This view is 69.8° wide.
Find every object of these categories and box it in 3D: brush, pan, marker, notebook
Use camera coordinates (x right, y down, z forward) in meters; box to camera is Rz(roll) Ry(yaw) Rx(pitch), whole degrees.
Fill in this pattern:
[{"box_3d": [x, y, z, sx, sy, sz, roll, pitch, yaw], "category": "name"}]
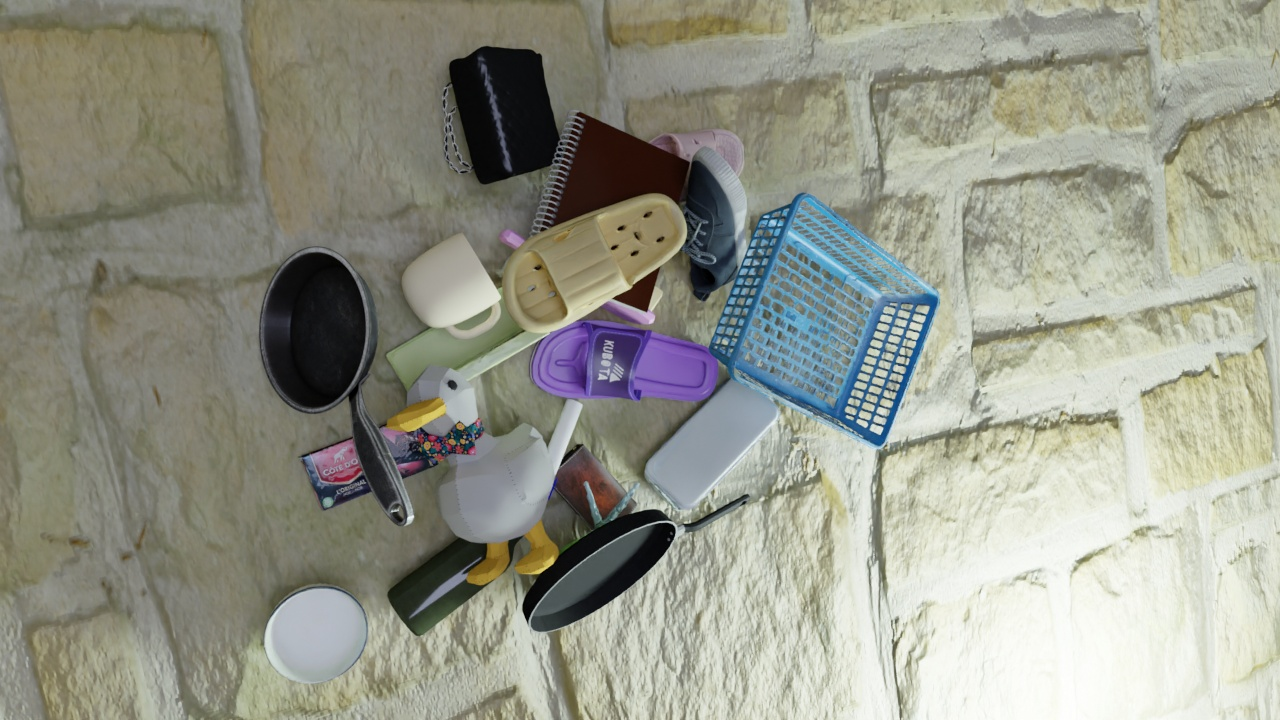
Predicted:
[{"box_3d": [-0.074, -0.118, 1.183, 0.228, 0.089, 0.043, 30, 79, -22], "category": "brush"}, {"box_3d": [-0.321, 0.030, 1.006, 0.188, 0.356, 0.055, -45, 157, 23], "category": "pan"}, {"box_3d": [0.001, 0.246, 1.208, 0.355, 0.226, 0.034, -24, 61, -28], "category": "pan"}, {"box_3d": [-0.109, 0.117, 1.216, 0.027, 0.023, 0.133, 21, 77, 0], "category": "marker"}, {"box_3d": [-0.041, -0.185, 1.146, 0.171, 0.022, 0.209, 20, 78, -20], "category": "notebook"}]

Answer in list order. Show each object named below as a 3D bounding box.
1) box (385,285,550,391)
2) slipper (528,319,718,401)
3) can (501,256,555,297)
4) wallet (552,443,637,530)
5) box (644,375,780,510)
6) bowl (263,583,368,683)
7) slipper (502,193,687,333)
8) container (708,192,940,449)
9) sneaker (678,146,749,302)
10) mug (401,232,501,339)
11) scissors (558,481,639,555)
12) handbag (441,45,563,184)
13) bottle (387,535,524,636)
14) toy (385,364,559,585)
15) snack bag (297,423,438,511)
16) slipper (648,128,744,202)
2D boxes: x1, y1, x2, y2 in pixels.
[{"box_3d": [-0.211, -0.013, 1.143, 0.187, 0.083, 0.091, -34, 112, -16], "category": "box"}, {"box_3d": [-0.007, 0.007, 1.225, 0.266, 0.084, 0.107, 7, 92, -23], "category": "slipper"}, {"box_3d": [-0.134, -0.101, 1.190, 0.095, 0.032, 0.032, 30, 83, -22], "category": "can"}, {"box_3d": [-0.066, 0.179, 1.253, 0.072, 0.019, 0.123, -44, 109, -13], "category": "wallet"}, {"box_3d": [0.101, 0.114, 1.284, 0.215, 0.083, 0.122, -47, 113, -11], "category": "box"}, {"box_3d": [-0.393, 0.322, 1.110, 0.118, 0.062, 0.118, -2, 96, -23], "category": "bowl"}, {"box_3d": [-0.045, -0.128, 1.088, 0.260, 0.079, 0.111, -31, 95, -23], "category": "slipper"}, {"box_3d": [0.255, -0.047, 1.281, 0.361, 0.089, 0.257, 25, 85, -39], "category": "container"}, {"box_3d": [0.085, -0.174, 1.205, 0.087, 0.089, 0.236, -35, 143, -16], "category": "sneaker"}, {"box_3d": [-0.230, -0.080, 1.117, 0.099, 0.096, 0.120, -31, 100, -6], "category": "mug"}, {"box_3d": [-0.049, 0.231, 1.244, 0.159, 0.024, 0.171, 35, 105, -26], "category": "scissors"}, {"box_3d": [-0.171, -0.301, 1.141, 0.124, 0.115, 0.154, -23, 101, -43], "category": "handbag"}, {"box_3d": [-0.218, 0.260, 1.171, 0.206, 0.071, 0.071, -36, 107, -15], "category": "bottle"}, {"box_3d": [-0.185, 0.126, 1.093, 0.141, 0.246, 0.267, -17, 94, 24], "category": "toy"}, {"box_3d": [-0.334, 0.124, 1.140, 0.155, 0.018, 0.074, -22, 104, -17], "category": "snack bag"}, {"box_3d": [0.040, -0.256, 1.230, 0.239, 0.064, 0.094, -13, 100, -19], "category": "slipper"}]
